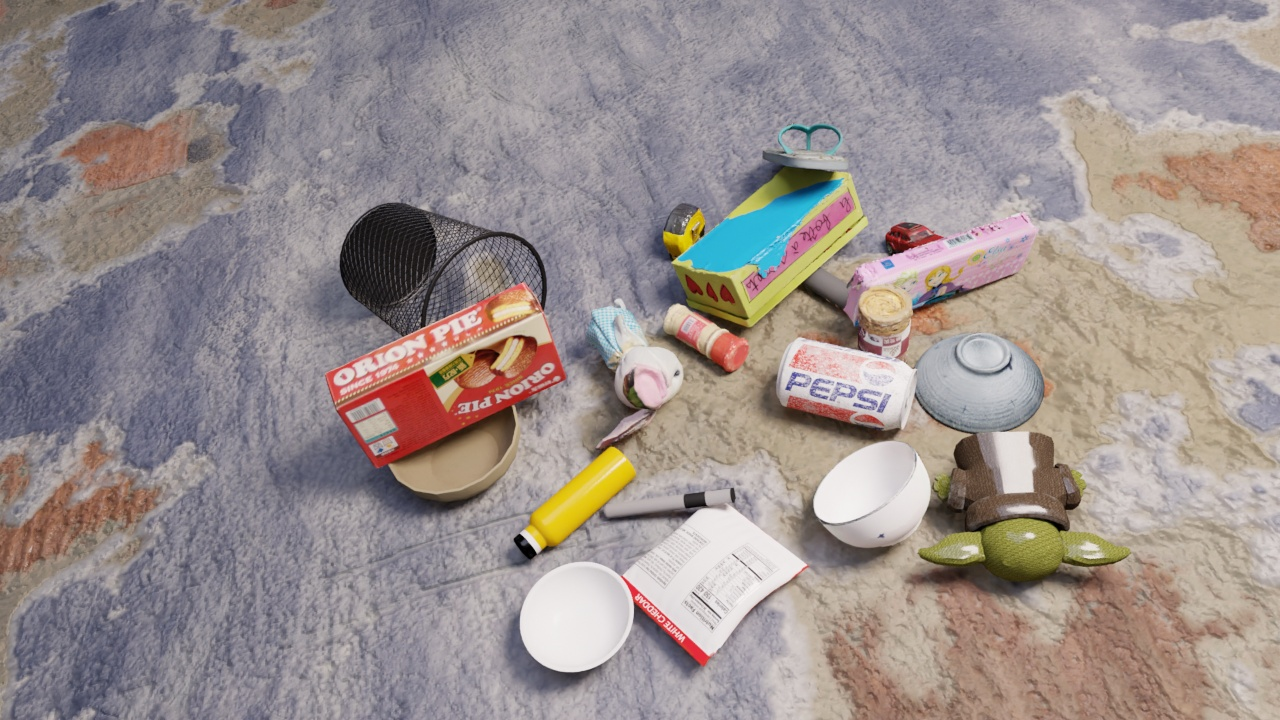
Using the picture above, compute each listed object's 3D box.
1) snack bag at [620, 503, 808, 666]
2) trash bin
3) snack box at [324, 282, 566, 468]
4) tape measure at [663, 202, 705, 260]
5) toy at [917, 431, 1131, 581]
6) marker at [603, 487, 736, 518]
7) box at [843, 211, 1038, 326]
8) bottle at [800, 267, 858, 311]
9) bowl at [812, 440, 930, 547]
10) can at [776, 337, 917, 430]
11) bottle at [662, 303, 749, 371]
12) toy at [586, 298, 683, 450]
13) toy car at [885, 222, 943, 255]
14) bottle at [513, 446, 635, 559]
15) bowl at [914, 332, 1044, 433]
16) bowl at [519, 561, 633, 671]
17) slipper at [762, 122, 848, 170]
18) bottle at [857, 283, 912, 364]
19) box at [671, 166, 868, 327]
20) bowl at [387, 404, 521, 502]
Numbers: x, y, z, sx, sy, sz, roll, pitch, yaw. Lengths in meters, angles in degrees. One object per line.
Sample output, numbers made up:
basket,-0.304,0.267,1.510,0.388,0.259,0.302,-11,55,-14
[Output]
snack bag,0.068,0.207,0.898,0.143,0.039,0.131,-36,48,-23
trash bin,-0.255,-0.100,1.142,0.210,0.184,0.183,27,61,36
snack box,-0.207,0.017,1.000,0.236,0.113,0.060,-26,49,-9
tape measure,0.059,-0.169,1.196,0.037,0.064,0.065,21,59,28
toy,0.353,0.135,0.872,0.179,0.078,0.152,-2,59,10
marker,0.029,0.149,0.956,0.141,0.016,0.016,-10,49,18
box,0.341,-0.111,1.054,0.230,0.085,0.053,-18,55,-13
bottle,0.243,-0.078,1.103,0.030,0.030,0.113,-38,53,-19
bowl,0.231,0.138,0.891,0.113,0.063,0.113,-35,16,12
can,0.222,0.026,0.990,0.136,0.078,0.078,14,55,22
bottle,0.077,-0.028,1.091,0.109,0.044,0.044,33,64,33
toy,-0.006,0.006,1.066,0.105,0.131,0.205,9,37,-21
toy car,0.337,-0.145,1.120,0.042,0.036,0.091,-23,27,-11
bottle,-0.071,0.153,0.972,0.143,0.043,0.043,-40,54,-20
bowl,0.366,0.007,0.988,0.137,0.057,0.136,-6,50,7
bowl,-0.057,0.254,0.887,0.110,0.041,0.109,-6,50,7
slipper,0.207,-0.273,1.164,0.098,0.055,0.268,3,16,5
bottle,0.267,-0.029,1.007,0.056,0.105,0.056,-6,50,7
box,0.158,-0.143,1.126,0.220,0.081,0.124,-43,35,-20
bowl,-0.206,0.099,1.042,0.152,0.050,0.152,-6,50,7
